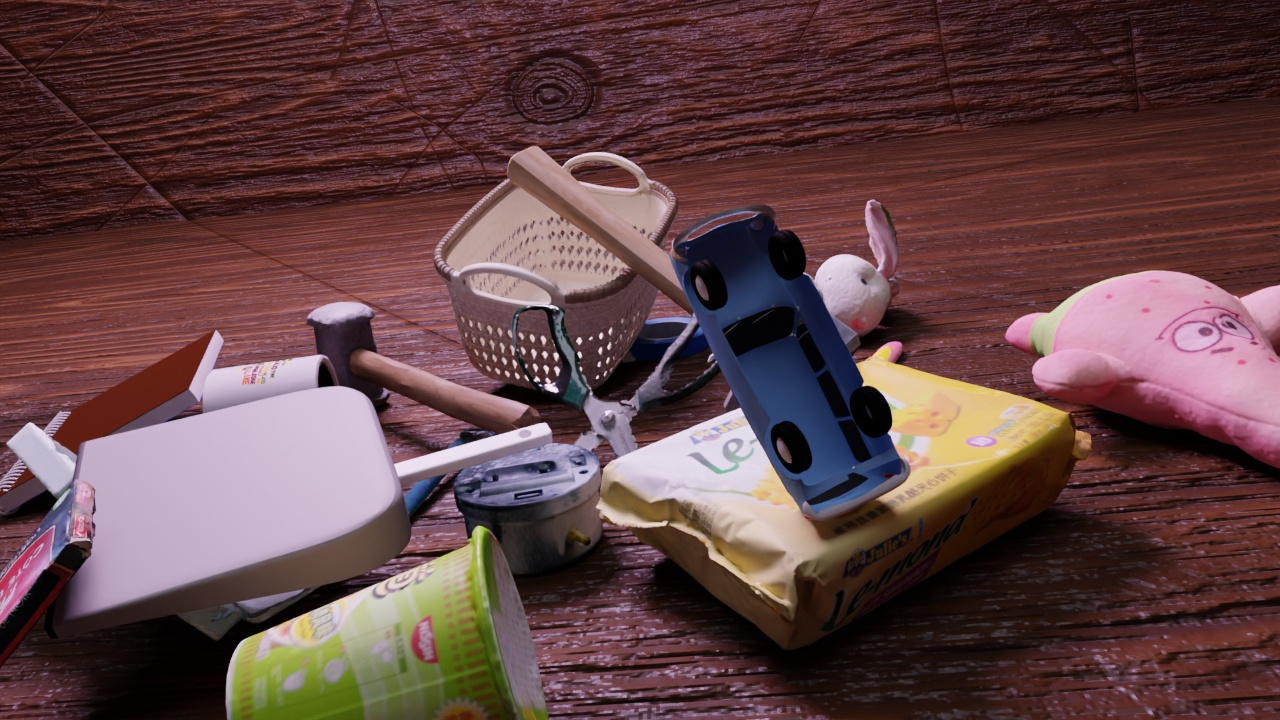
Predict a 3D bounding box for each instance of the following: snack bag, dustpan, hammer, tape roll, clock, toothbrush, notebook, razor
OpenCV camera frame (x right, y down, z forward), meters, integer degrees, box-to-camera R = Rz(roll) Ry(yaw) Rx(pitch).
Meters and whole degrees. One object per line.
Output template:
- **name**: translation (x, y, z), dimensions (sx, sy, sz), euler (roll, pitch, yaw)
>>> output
- **snack bag**: translation (0.117, 0.069, 0.515), dimensions (0.246, 0.068, 0.160), euler (-18, 20, -29)
- **dustpan**: translation (-0.174, 0.064, 0.514), dimensions (0.257, 0.033, 0.163), euler (-15, 31, -18)
- **snack bag**: translation (-0.298, 0.130, 0.413), dimensions (0.155, 0.018, 0.075), euler (-53, 32, -5)
- **hammer**: translation (-0.183, 0.020, 0.748), dimensions (0.052, 0.098, 0.329), euler (-21, 24, -38)
- **hammer**: translation (0.018, -0.070, 0.730), dimensions (0.323, 0.051, 0.117), euler (39, 50, 17)
- **tape roll**: translation (0.024, -0.023, 0.926), dimensions (0.091, 0.016, 0.093), euler (-6, 18, 2)
- **clock**: translation (-0.068, 0.083, 0.568), dimensions (0.090, 0.052, 0.129), euler (-9, 18, -5)
- **toothbrush**: translation (0.194, 0.007, 0.775), dimensions (0.021, 0.016, 0.135), euler (3, 18, 35)
- **notebook**: translation (-0.455, 0.045, 0.800), dimensions (0.171, 0.022, 0.209), euler (-32, 22, -9)
- **razor**: translation (-0.141, 0.077, 0.670), dimensions (0.042, 0.022, 0.143), euler (-2, 19, 18)

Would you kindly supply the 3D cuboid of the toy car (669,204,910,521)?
- **toy car**: translation (0.066, 0.000, 0.435), dimensions (0.056, 0.153, 0.055), euler (-22, -14, -14)

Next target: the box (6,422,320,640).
- **box**: translation (-0.283, 0.091, 0.555), dimensions (0.197, 0.075, 0.125), euler (24, 24, 34)

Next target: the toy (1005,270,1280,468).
- **toy**: translation (0.354, 0.001, 0.605), dimensions (0.192, 0.097, 0.236), euler (-17, 26, -5)

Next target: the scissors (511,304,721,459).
- **scissors**: translation (-0.004, 0.004, 0.654), dimensions (0.204, 0.015, 0.201), euler (-29, 55, 0)

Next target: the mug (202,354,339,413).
- **mug**: translation (-0.300, 0.049, 0.753), dimensions (0.089, 0.074, 0.105), euler (-8, 46, -4)

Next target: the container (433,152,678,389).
- **container**: translation (-0.072, -0.082, 0.856), dimensions (0.185, 0.143, 0.245), euler (12, 37, 15)

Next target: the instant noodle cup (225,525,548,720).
- **instant noodle cup**: translation (-0.101, 0.132, 0.376), dimensions (0.108, 0.099, 0.099), euler (-17, 18, -4)

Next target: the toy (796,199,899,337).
- **toy**: translation (0.171, -0.061, 0.874), dimensions (0.205, 0.131, 0.105), euler (-18, 35, -12)
